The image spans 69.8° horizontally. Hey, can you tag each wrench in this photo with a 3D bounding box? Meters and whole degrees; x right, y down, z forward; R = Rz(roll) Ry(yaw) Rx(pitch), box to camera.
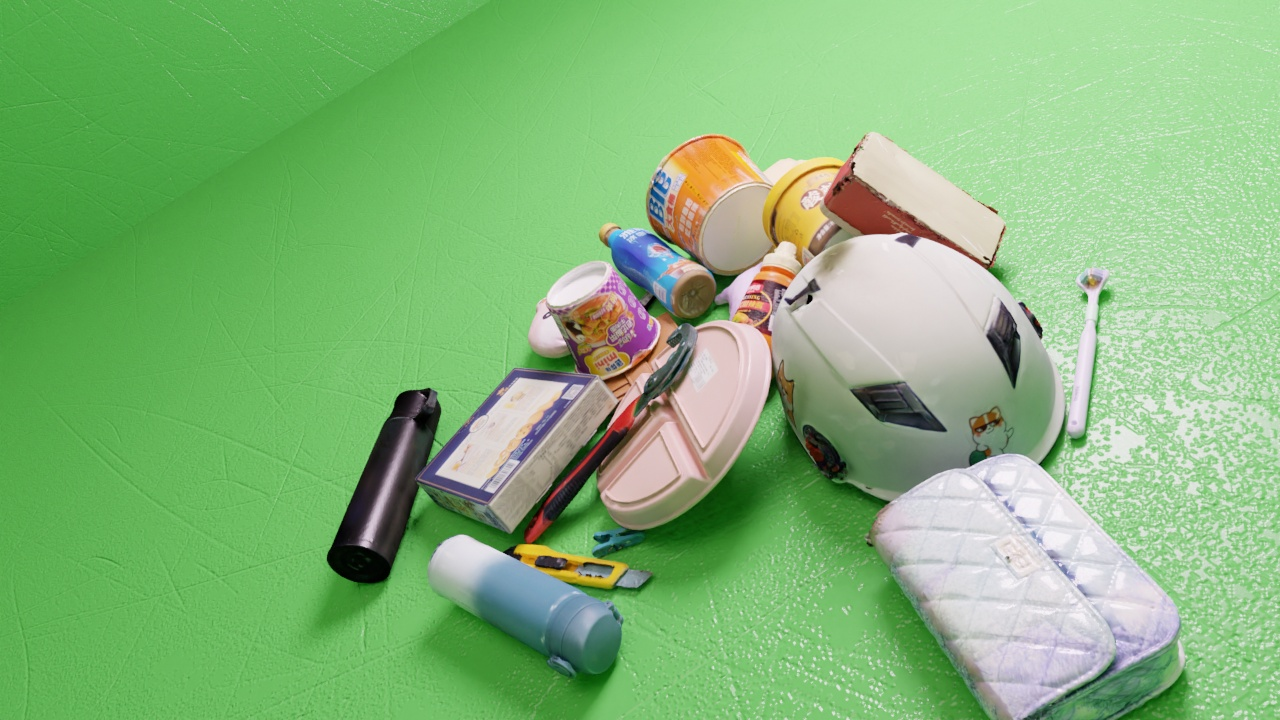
[{"bbox_3d":[-0.031,0.075,0.912,0.273,0.016,0.056,-52,21,4],"label":"wrench"}]

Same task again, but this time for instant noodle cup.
[{"bbox_3d":[-0.047,-0.050,1.030,0.112,0.099,0.111,-23,30,14],"label":"instant noodle cup"},{"bbox_3d":[0.096,-0.179,1.094,0.151,0.151,0.111,-34,44,-4],"label":"instant noodle cup"},{"bbox_3d":[0.207,-0.141,0.991,0.118,0.118,0.114,-29,43,3],"label":"instant noodle cup"}]

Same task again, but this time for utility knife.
[{"bbox_3d":[-0.065,0.194,0.867,0.181,0.015,0.033,-1,48,35],"label":"utility knife"}]

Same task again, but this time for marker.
[{"bbox_3d":[0.000,-0.063,1.132,0.018,0.015,0.123,10,49,38],"label":"marker"}]

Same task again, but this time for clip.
[{"bbox_3d":[-0.021,0.169,0.866,0.057,0.014,0.047,-22,34,16],"label":"clip"}]

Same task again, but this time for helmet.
[{"bbox_3d":[0.219,-0.017,0.791,0.230,0.157,0.274,-32,35,0],"label":"helmet"}]

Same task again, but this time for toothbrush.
[{"bbox_3d":[0.379,-0.010,0.781,0.029,0.021,0.188,-16,38,44],"label":"toothbrush"}]

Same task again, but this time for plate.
[{"bbox_3d":[0.033,0.054,0.881,0.230,0.028,0.229,-42,26,26],"label":"plate"}]

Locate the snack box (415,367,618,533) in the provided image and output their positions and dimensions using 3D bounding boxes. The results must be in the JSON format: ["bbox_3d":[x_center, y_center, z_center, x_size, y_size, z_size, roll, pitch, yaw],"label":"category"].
[{"bbox_3d":[-0.137,0.088,0.992,0.177,0.046,0.183,-51,28,-23],"label":"snack box"}]

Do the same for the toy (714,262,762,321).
[{"bbox_3d":[0.119,-0.062,1.022,0.084,0.039,0.107,-37,33,24],"label":"toy"}]

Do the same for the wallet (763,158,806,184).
[{"bbox_3d":[0.197,-0.229,1.178,0.087,0.024,0.115,-40,35,-14],"label":"wallet"}]

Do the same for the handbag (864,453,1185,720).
[{"bbox_3d":[0.256,0.153,0.629,0.134,0.075,0.193,-30,35,2],"label":"handbag"}]

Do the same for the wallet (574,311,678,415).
[{"bbox_3d":[-0.006,0.006,1.039,0.132,0.031,0.107,-32,34,2],"label":"wallet"}]

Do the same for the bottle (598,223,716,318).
[{"bbox_3d":[0.011,-0.120,1.129,0.065,0.065,0.219,-38,39,-9],"label":"bottle"}]

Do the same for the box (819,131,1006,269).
[{"bbox_3d":[0.270,-0.148,0.893,0.091,0.168,0.076,-57,1,-37],"label":"box"}]

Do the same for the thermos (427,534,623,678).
[{"bbox_3d":[-0.108,0.218,0.827,0.221,0.070,0.070,12,54,44],"label":"thermos"}]

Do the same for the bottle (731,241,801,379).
[{"bbox_3d":[0.132,-0.055,0.947,0.067,0.066,0.149,7,71,41],"label":"bottle"}]

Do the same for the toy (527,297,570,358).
[{"bbox_3d":[-0.091,-0.059,1.163,0.121,0.054,0.159,-31,27,0],"label":"toy"}]

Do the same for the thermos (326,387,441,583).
[{"bbox_3d":[-0.282,0.129,1.048,0.090,0.068,0.241,-50,21,38],"label":"thermos"}]
